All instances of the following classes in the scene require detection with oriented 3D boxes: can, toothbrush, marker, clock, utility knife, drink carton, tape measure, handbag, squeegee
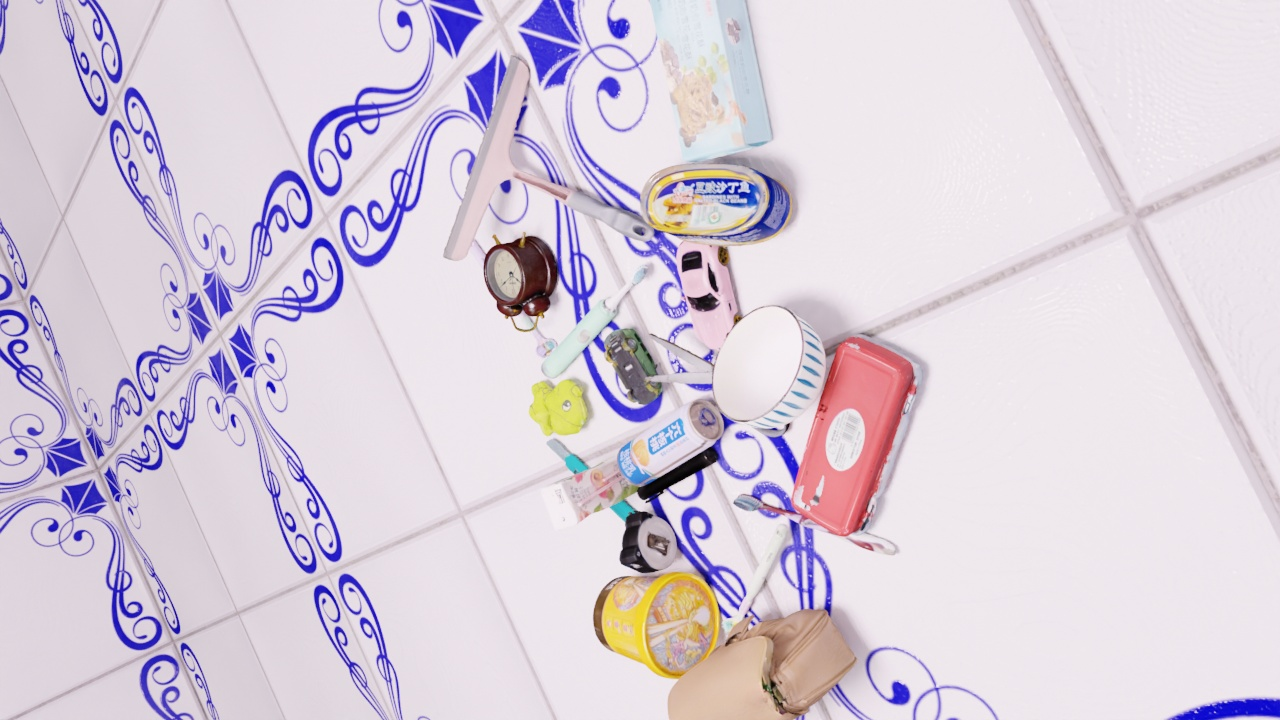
[{"bbox_3d":[0.032,0.093,1.028,0.135,0.053,0.053,-38,80,43],"label":"can"},{"bbox_3d":[0.128,0.246,1.014,0.029,0.020,0.190,35,130,22],"label":"toothbrush"},{"bbox_3d":[0.041,0.133,1.058,0.132,0.020,0.022,-37,65,43],"label":"marker"},{"bbox_3d":[-0.054,-0.044,1.073,0.026,0.027,0.225,31,134,-17],"label":"toothbrush"},{"bbox_3d":[-0.145,-0.095,1.114,0.082,0.055,0.122,3,104,40],"label":"clock"},{"bbox_3d":[-0.057,0.160,1.159,0.187,0.013,0.029,40,128,24],"label":"utility knife"},{"bbox_3d":[-0.055,0.152,1.080,0.046,0.122,0.053,-23,87,42],"label":"drink carton"},{"bbox_3d":[0.010,0.217,1.083,0.034,0.066,0.065,-23,49,44],"label":"tape measure"},{"bbox_3d":[0.120,0.335,0.973,0.205,0.147,0.100,-42,78,38],"label":"handbag"},{"bbox_3d":[-0.168,-0.082,1.166,0.189,0.029,0.021,53,170,15],"label":"toothbrush"},{"bbox_3d":[0.176,0.170,0.953,0.188,0.017,0.016,14,115,38],"label":"toothbrush"},{"bbox_3d":[-0.083,-0.184,1.037,0.250,0.040,0.248,27,102,23],"label":"squeegee"},{"bbox_3d":[0.070,-0.152,0.891,0.148,0.049,0.074,9,90,37],"label":"can"}]

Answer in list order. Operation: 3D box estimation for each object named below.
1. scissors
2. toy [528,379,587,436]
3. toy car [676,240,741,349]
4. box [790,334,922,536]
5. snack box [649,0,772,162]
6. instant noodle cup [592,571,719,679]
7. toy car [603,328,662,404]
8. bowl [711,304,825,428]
[{"bbox_3d":[0.088,0.018,0.952,0.160,0.014,0.178,-38,92,32],"label":"scissors"},{"bbox_3d":[-0.102,0.061,1.152,0.100,0.031,0.097,32,124,35],"label":"toy"},{"bbox_3d":[0.069,-0.069,0.949,0.056,0.037,0.122,-7,102,44],"label":"toy car"},{"bbox_3d":[0.207,0.076,0.882,0.087,0.046,0.201,29,123,31],"label":"box"},{"bbox_3d":[0.065,-0.280,0.863,0.074,0.051,0.175,-4,103,43],"label":"snack box"},{"bbox_3d":[0.013,0.307,1.086,0.115,0.118,0.118,-9,99,51],"label":"instant noodle cup"},{"bbox_3d":[-0.006,0.006,1.042,0.043,0.036,0.091,-32,82,42],"label":"toy car"},{"bbox_3d":[0.131,0.012,0.872,0.117,0.066,0.116,-31,47,41],"label":"bowl"}]
